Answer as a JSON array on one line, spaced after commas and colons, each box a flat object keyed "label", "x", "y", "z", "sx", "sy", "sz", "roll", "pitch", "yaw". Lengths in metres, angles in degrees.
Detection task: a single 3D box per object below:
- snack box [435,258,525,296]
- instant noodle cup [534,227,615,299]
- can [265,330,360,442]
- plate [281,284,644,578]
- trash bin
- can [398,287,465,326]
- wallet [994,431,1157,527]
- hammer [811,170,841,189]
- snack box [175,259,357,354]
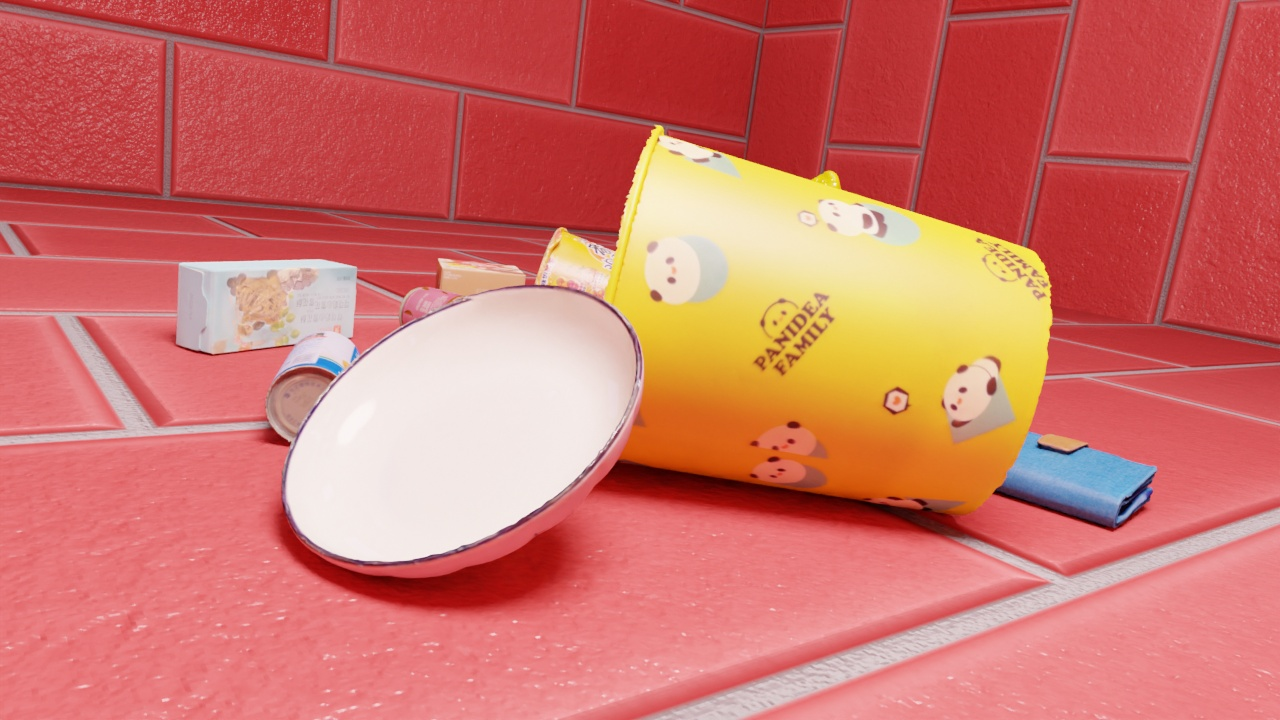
[{"label": "snack box", "x": -0.186, "y": -0.070, "z": 1.045, "sx": 0.092, "sy": 0.077, "sz": 0.094, "roll": 4, "pitch": 11, "yaw": -16}, {"label": "instant noodle cup", "x": -0.049, "y": -0.060, "z": 0.967, "sx": 0.110, "sy": 0.138, "sz": 0.138, "roll": 16, "pitch": 12, "yaw": 4}, {"label": "can", "x": -0.225, "y": 0.015, "z": 0.642, "sx": 0.053, "sy": 0.053, "sz": 0.134, "roll": 4, "pitch": 11, "yaw": -15}, {"label": "plate", "x": -0.086, "y": 0.036, "z": 0.469, "sx": 0.192, "sy": 0.039, "sz": 0.192, "roll": -13, "pitch": 40, "yaw": 11}, {"label": "trash bin", "x": 0.107, "y": -0.014, "z": 0.613, "sx": 0.255, "sy": 0.230, "sz": 0.229, "roll": 14, "pitch": 11, "yaw": 1}, {"label": "can", "x": -0.175, "y": -0.035, "z": 0.925, "sx": 0.147, "sy": 0.058, "sz": 0.057, "roll": 15, "pitch": 13, "yaw": 34}, {"label": "wallet", "x": 0.307, "y": 0.083, "z": 0.694, "sx": 0.133, "sy": 0.040, "sz": 0.106, "roll": 17, "pitch": 19, "yaw": 40}, {"label": "hammer", "x": 0.209, "y": -0.044, "z": 0.787, "sx": 0.032, "sy": 0.126, "sz": 0.323, "roll": 16, "pitch": -17, "yaw": 40}, {"label": "snack box", "x": -0.347, "y": -0.054, "z": 0.865, "sx": 0.052, "sy": 0.074, "sz": 0.174, "roll": 12, "pitch": 12, "yaw": 26}]
